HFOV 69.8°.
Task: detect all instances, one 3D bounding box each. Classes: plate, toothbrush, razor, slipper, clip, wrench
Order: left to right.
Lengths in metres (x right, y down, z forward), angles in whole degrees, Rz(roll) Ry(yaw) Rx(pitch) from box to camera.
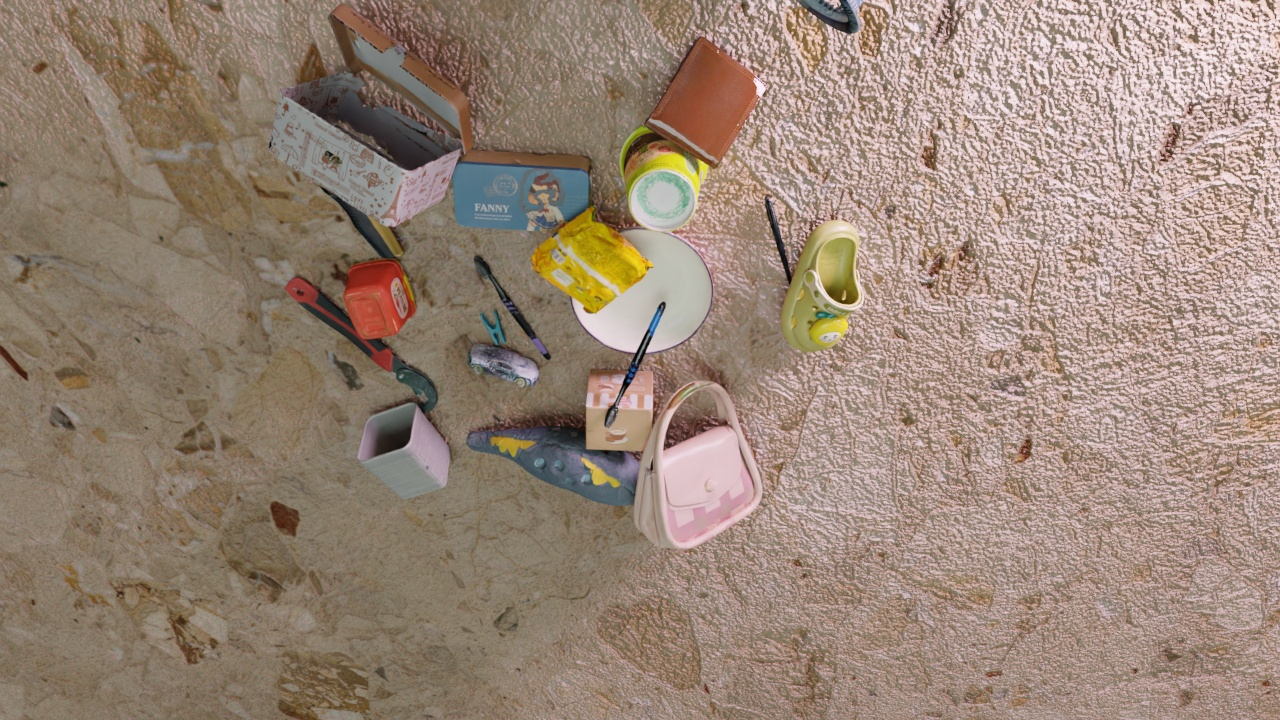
[{"bbox_3d":[-0.353,-0.200,1.172,0.067,0.062,0.167,-36,126,-12],"label":"razor"},{"bbox_3d":[-0.390,-0.021,1.308,0.056,0.016,0.273,-33,117,21],"label":"wrench"},{"bbox_3d":[-0.205,-0.046,1.286,0.040,0.014,0.056,-11,121,10],"label":"clip"},{"bbox_3d":[-0.176,-0.068,1.270,0.014,0.016,0.189,-24,121,16],"label":"toothbrush"},{"bbox_3d":[-0.007,0.007,1.229,0.014,0.016,0.190,24,100,-5],"label":"toothbrush"},{"bbox_3d":[0.002,-0.097,1.230,0.192,0.039,0.193,1,124,1],"label":"plate"},{"bbox_3d":[0.186,-0.135,1.212,0.018,0.015,0.181,-28,122,-14],"label":"toothbrush"},{"bbox_3d":[0.244,-0.086,1.198,0.091,0.081,0.191,-2,121,-17],"label":"slipper"}]

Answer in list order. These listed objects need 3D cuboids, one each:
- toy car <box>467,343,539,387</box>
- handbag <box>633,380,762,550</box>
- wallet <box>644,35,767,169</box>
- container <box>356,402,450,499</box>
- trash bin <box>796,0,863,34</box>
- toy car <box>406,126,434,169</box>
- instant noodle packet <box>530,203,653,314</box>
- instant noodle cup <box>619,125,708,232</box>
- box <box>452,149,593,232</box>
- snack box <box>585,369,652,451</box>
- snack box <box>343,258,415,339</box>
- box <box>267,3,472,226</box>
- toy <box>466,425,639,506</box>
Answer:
[{"bbox_3d":[-0.192,0.005,1.298,0.105,0.048,0.031,19,124,-11],"label":"toy car"},{"bbox_3d":[0.079,0.138,1.313,0.192,0.093,0.234,-21,116,-35],"label":"handbag"},{"bbox_3d":[0.076,-0.299,1.067,0.101,0.032,0.124,32,86,-14],"label":"wallet"},{"bbox_3d":[-0.345,0.138,1.362,0.090,0.090,0.114,-17,133,14],"label":"container"},{"bbox_3d":[0.199,-0.471,0.892,0.226,0.226,0.195,39,103,-21],"label":"trash bin"},{"bbox_3d":[-0.282,-0.251,1.141,0.043,0.034,0.091,25,122,-17],"label":"toy car"},{"bbox_3d":[-0.063,-0.125,1.150,0.111,0.044,0.128,-37,132,16],"label":"instant noodle packet"},{"bbox_3d":[0.028,-0.215,1.101,0.112,0.123,0.112,1,123,1],"label":"instant noodle cup"},{"bbox_3d":[-0.151,-0.213,1.147,0.184,0.061,0.090,0,123,0],"label":"box"},{"bbox_3d":[-0.029,0.071,1.309,0.093,0.094,0.077,2,124,0],"label":"snack box"},{"bbox_3d":[-0.354,-0.079,1.229,0.082,0.080,0.091,-8,123,8],"label":"snack box"},{"bbox_3d":[-0.283,-0.282,1.026,0.182,0.152,0.178,33,125,3],"label":"box"},{"bbox_3d":[-0.084,0.161,1.361,0.356,0.091,0.138,22,151,-6],"label":"toy"}]
